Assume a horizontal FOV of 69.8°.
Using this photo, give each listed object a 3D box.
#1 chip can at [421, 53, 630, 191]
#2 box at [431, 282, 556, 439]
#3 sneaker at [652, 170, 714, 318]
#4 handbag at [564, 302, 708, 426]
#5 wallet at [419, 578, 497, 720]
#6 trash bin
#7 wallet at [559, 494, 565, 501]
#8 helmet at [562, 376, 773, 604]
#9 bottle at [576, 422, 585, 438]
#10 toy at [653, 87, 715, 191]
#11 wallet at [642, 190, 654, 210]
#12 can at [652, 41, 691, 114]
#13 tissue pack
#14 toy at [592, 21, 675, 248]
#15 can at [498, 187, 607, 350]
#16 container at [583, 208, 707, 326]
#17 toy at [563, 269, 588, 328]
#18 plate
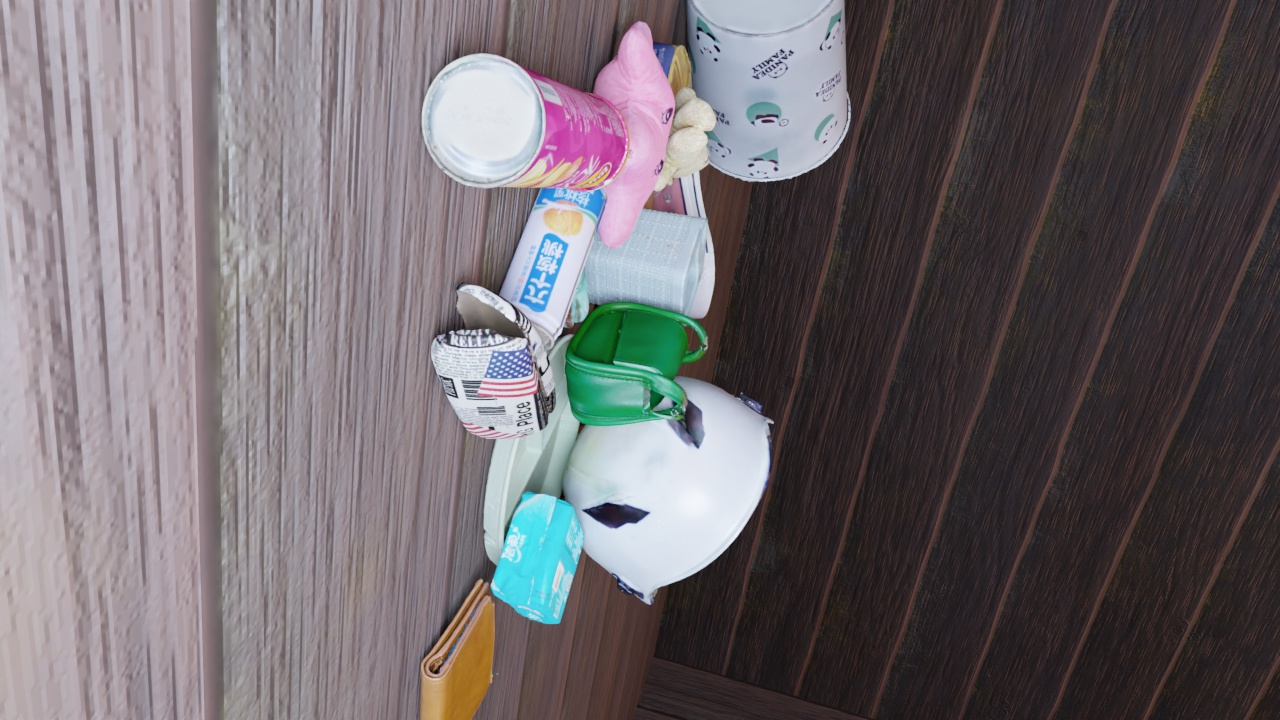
[{"bbox_3d":[-0.063,-0.143,0.580,0.210,0.071,0.071,-41,143,-74],"label":"chip can"},{"bbox_3d":[-0.098,0.018,0.627,0.082,0.075,0.164,-60,168,-24],"label":"box"},{"bbox_3d":[0.031,-0.166,1.102,0.118,0.087,0.241,-155,-124,-76],"label":"sneaker"},{"bbox_3d":[-0.005,0.005,0.847,0.131,0.120,0.068,-61,155,-56],"label":"handbag"},{"bbox_3d":[-0.149,0.261,0.770,0.118,0.035,0.131,-64,166,-55],"label":"wallet"},{"bbox_3d":[0.162,-0.396,1.177,0.252,0.230,0.229,71,33,-65],"label":"trash bin"},{"bbox_3d":[-0.092,0.204,1.066,0.131,0.031,0.108,-33,139,-79],"label":"wallet"},{"bbox_3d":[0.011,0.104,0.906,0.229,0.146,0.259,-54,-171,-5],"label":"helmet"},{"bbox_3d":[-0.053,0.094,1.067,0.149,0.067,0.067,-28,132,-69],"label":"bottle"},{"bbox_3d":[0.043,-0.211,0.883,0.157,0.066,0.105,-152,-105,-85],"label":"toy"},{"bbox_3d":[-0.001,-0.203,0.975,0.115,0.033,0.090,32,63,-80],"label":"wallet"},{"bbox_3d":[0.020,-0.284,0.962,0.148,0.049,0.074,25,78,-81],"label":"can"},{"bbox_3d":[-0.086,0.175,0.802,0.134,0.050,0.093,83,21,-67],"label":"tissue pack"},{"bbox_3d":[-0.011,-0.192,0.804,0.178,0.074,0.195,-86,-177,-63],"label":"toy"},{"bbox_3d":[-0.069,-0.077,0.699,0.053,0.053,0.134,84,21,-65],"label":"can"},{"bbox_3d":[0.003,-0.100,0.934,0.090,0.111,0.089,90,17,-56],"label":"container"},{"bbox_3d":[-0.063,-0.064,0.822,0.092,0.030,0.096,77,9,-65],"label":"toy"},{"bbox_3d":[-0.097,0.085,0.856,0.230,0.027,0.230,15,89,-81],"label":"plate"}]
